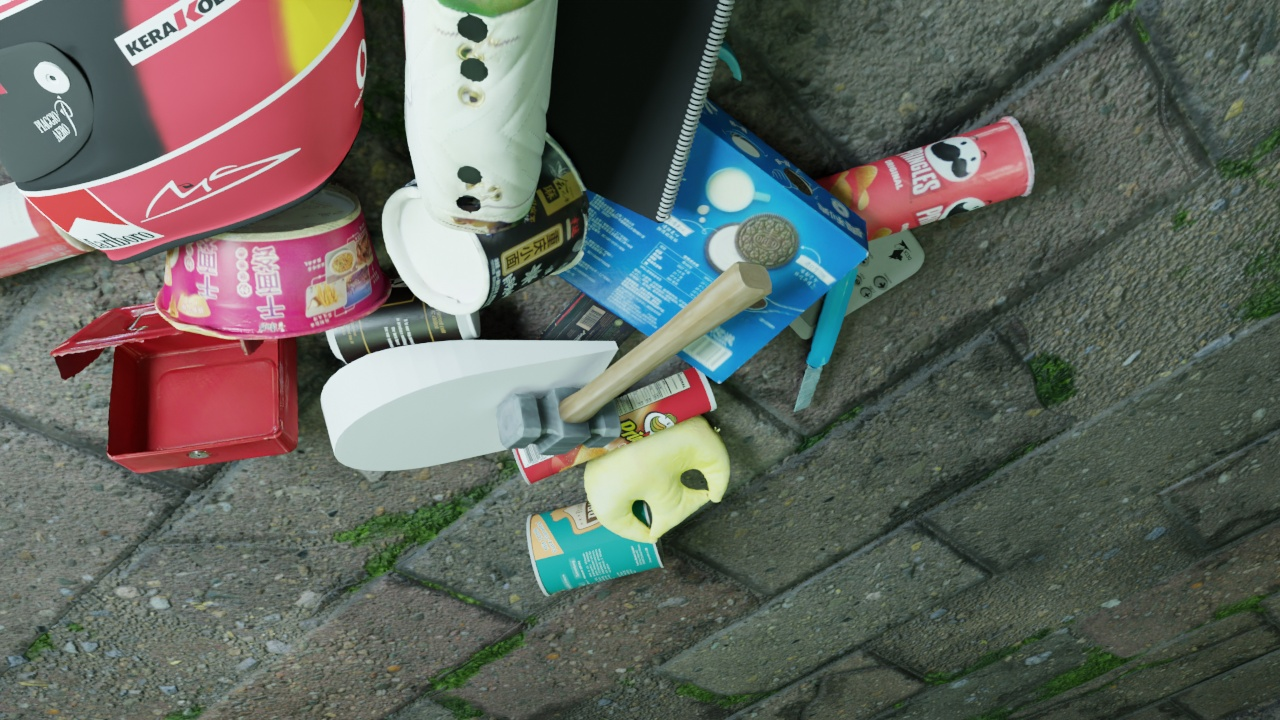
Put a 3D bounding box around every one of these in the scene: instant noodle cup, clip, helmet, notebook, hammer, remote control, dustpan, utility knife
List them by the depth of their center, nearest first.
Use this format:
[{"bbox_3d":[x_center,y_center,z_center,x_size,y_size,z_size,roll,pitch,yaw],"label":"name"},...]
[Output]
[{"bbox_3d":[-0.313,-0.203,0.579,0.271,0.197,0.225,-15,136,15],"label":"helmet"},{"bbox_3d":[-0.017,-0.220,0.660,0.149,0.016,0.207,28,124,17],"label":"notebook"},{"bbox_3d":[-0.123,-0.104,0.708,0.137,0.112,0.137,21,133,24],"label":"instant noodle cup"},{"bbox_3d":[-0.290,-0.089,0.724,0.178,0.178,0.078,-1,117,-11],"label":"instant noodle cup"},{"bbox_3d":[0.014,-0.237,0.729,0.130,0.031,0.121,22,131,-29],"label":"clip"},{"bbox_3d":[-0.005,0.005,0.801,0.117,0.051,0.324,3,153,-37],"label":"hammer"},{"bbox_3d":[-0.175,0.036,0.901,0.257,0.053,0.192,-10,154,-28],"label":"dustpan"},{"bbox_3d":[0.209,-0.080,0.921,0.151,0.019,0.074,-33,131,20],"label":"remote control"},{"bbox_3d":[0.189,-0.022,0.953,0.031,0.015,0.225,-1,134,-9],"label":"utility knife"}]

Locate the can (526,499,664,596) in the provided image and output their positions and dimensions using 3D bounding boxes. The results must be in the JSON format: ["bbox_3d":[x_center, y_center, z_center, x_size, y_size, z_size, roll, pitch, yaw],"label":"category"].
[{"bbox_3d":[-0.053,0.217,1.104,0.144,0.099,0.099,-15,135,3],"label":"can"}]

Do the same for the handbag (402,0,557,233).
[{"bbox_3d":[-0.101,-0.190,0.567,0.096,0.141,0.199,5,146,-9],"label":"handbag"}]

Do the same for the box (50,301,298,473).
[{"bbox_3d":[-0.395,0.021,0.822,0.157,0.147,0.156,-9,117,-2],"label":"box"}]

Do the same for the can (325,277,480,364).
[{"bbox_3d":[-0.217,-0.040,0.842,0.128,0.071,0.072,-10,135,-1],"label":"can"}]

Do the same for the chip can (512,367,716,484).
[{"bbox_3d":[-0.028,0.068,0.973,0.214,0.051,0.052,-22,135,-2],"label":"chip can"}]

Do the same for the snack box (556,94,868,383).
[{"bbox_3d":[0.039,-0.108,0.777,0.239,0.056,0.196,34,129,-15],"label":"snack box"}]

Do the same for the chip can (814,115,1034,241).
[{"bbox_3d":[0.222,-0.148,0.823,0.233,0.073,0.073,-17,135,6],"label":"chip can"}]

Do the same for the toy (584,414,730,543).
[{"bbox_3d":[0.015,0.118,1.029,0.170,0.064,0.155,-32,101,0],"label":"toy"}]

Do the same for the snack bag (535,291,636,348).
[{"bbox_3d":[-0.059,-0.020,0.928,0.074,0.018,0.156,27,124,-31],"label":"snack bag"}]

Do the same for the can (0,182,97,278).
[{"bbox_3d":[-0.517,-0.099,0.730,0.170,0.067,0.067,-15,135,5],"label":"can"}]
